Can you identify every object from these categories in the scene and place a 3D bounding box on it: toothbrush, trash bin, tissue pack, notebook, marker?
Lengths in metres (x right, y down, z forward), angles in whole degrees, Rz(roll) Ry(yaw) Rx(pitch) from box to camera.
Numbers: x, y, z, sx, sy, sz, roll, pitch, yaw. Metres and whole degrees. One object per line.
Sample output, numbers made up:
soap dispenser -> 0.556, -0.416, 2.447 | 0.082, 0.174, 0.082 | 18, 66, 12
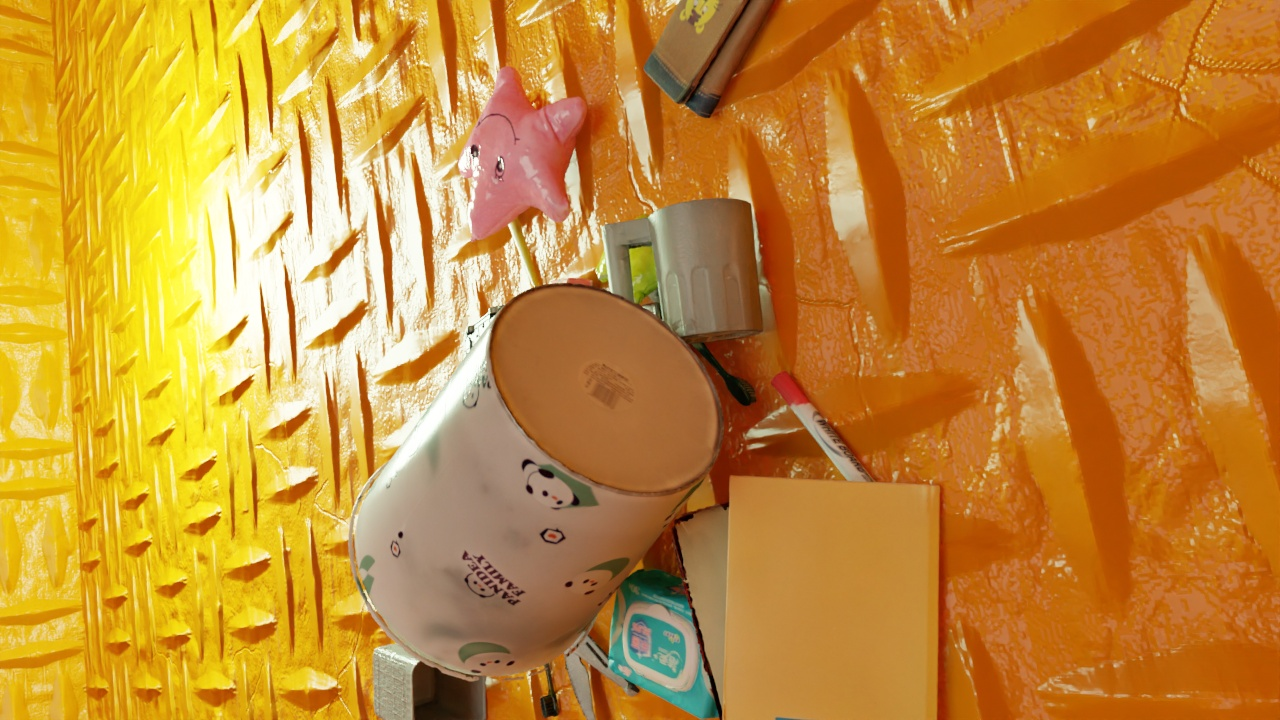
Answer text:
toothbrush -> 0.043, -0.027, 0.790 | 0.191, 0.018, 0.016 | 52, 130, 36
trash bin -> -0.077, 0.089, 0.710 | 0.253, 0.229, 0.229 | -53, 54, 40
tissue pack -> 0.033, 0.235, 0.770 | 0.134, 0.050, 0.093 | 7, 93, 45
notebook -> 0.129, 0.185, 0.629 | 0.146, 0.010, 0.206 | 1, 85, 10
marker -> 0.144, 0.064, 0.681 | 0.145, 0.017, 0.017 | 55, 126, 31
toothbrush -> -0.109, 0.270, 0.941 | 0.012, 0.017, 0.185 | -30, 68, 49
toothbrush -> -0.117, -0.111, 0.956 | 0.016, 0.016, 0.190 | -43, 59, 38

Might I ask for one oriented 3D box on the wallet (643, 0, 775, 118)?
wallet -> 0.056, -0.273, 0.767 | 0.090, 0.033, 0.115 | 52, 121, 34

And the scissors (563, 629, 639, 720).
scissors -> -0.081, 0.238, 0.892 | 0.189, 0.015, 0.226 | -1, 82, 28

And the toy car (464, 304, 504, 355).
toy car -> -0.156, -0.022, 0.982 | 0.121, 0.036, 0.054 | -23, 73, 54

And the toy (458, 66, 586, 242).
toy -> -0.124, -0.193, 0.919 | 0.194, 0.074, 0.179 | 38, 107, 40

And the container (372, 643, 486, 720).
container -> -0.241, 0.364, 1.030 | 0.114, 0.090, 0.090 | -5, 86, 49

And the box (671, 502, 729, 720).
box -> 0.085, 0.187, 0.675 | 0.091, 0.078, 0.168 | -16, 76, 7

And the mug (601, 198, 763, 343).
mug -> 0.034, -0.066, 0.736 | 0.124, 0.083, 0.103 | -8, 85, 14

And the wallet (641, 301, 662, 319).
wallet -> -0.005, 0.005, 0.819 | 0.125, 0.032, 0.101 | -9, 87, 56

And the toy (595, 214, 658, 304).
toy -> -0.004, -0.090, 0.811 | 0.100, 0.031, 0.096 | 5, 66, 50

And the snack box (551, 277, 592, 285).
snack box -> -0.070, -0.001, 0.877 | 0.075, 0.025, 0.153 | -170, 83, -74
